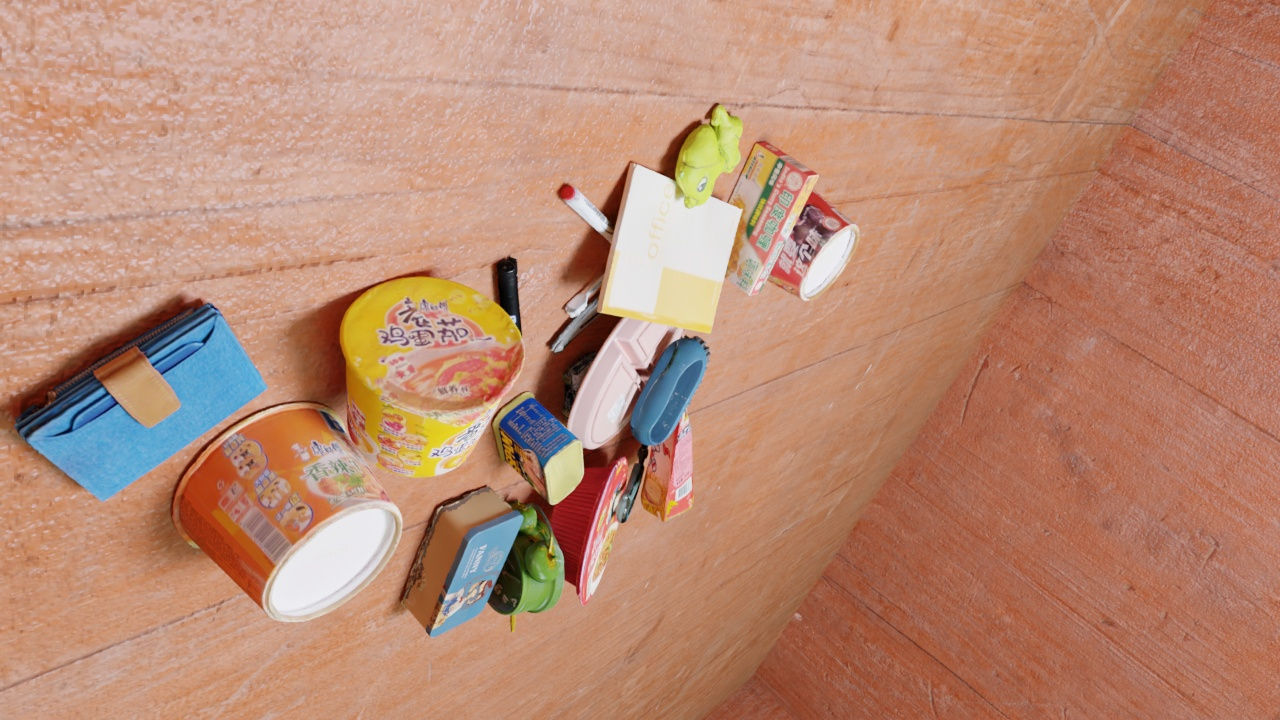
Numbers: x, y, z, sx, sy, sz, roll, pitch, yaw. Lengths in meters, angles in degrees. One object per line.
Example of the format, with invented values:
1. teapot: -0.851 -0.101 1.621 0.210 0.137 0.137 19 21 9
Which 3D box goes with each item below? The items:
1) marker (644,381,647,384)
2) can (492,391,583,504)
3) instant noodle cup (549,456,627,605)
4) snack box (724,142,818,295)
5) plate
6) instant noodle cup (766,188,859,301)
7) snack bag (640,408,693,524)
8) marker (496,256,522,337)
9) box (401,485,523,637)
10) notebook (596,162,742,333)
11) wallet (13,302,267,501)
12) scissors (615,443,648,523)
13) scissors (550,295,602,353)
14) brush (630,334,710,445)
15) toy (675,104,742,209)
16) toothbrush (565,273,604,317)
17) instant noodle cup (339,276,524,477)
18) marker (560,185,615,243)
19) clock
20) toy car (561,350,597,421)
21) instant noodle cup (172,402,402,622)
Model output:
1. marker: 0.006 0.028 1.160 0.145 0.017 0.017 -47 155 -6
2. can: -0.108 0.096 0.986 0.057 0.083 0.102 -38 153 -25
3. instant noodle cup: -0.072 0.208 1.160 0.193 0.066 0.194 15 89 -82
4. snack box: 0.133 -0.159 1.039 0.027 0.077 0.156 -18 140 -49
5. plate: -0.006 0.006 1.038 0.229 0.028 0.230 -53 166 -19
6. instant noodle cup: 0.190 -0.146 1.115 0.137 0.108 0.138 -38 152 -25
7. snack bag: 0.044 0.101 1.196 0.128 0.073 0.208 -77 173 -61
8. marker: -0.120 -0.042 0.852 0.132 0.020 0.022 95 13 -50
9. box: -0.200 0.222 1.033 0.089 0.063 0.185 -18 142 -50
10. notebook: 0.035 -0.108 0.944 0.206 0.010 0.146 8 97 -55
11. wallet: -0.319 0.028 0.601 0.132 0.040 0.106 -40 158 -23
12. scissors: -0.002 0.123 1.203 0.174 0.019 0.170 -67 166 -46
13. scissors: -0.012 -0.076 0.986 0.182 0.015 0.210 -1 127 -59
14. brush: 0.030 0.038 1.051 0.144 0.055 0.073 -62 167 23
15. toy: 0.067 -0.203 0.913 0.099 0.031 0.097 -26 125 -44
16. toothbrush: -0.010 -0.108 0.946 0.180 0.016 0.016 -45 162 -10
17. instant noodle cup: -0.172 0.019 0.728 0.137 0.138 0.110 -27 154 -41
18. marker: -0.038 -0.130 0.867 0.017 0.017 0.145 -51 155 2
19. clock: -0.141 0.236 1.092 0.056 0.116 0.162 -6 134 -43
20. toy car: -0.063 0.034 1.038 0.048 0.031 0.106 -34 152 -29
21. instant noodle cup: -0.269 0.125 0.725 0.151 0.111 0.152 -38 152 -25
